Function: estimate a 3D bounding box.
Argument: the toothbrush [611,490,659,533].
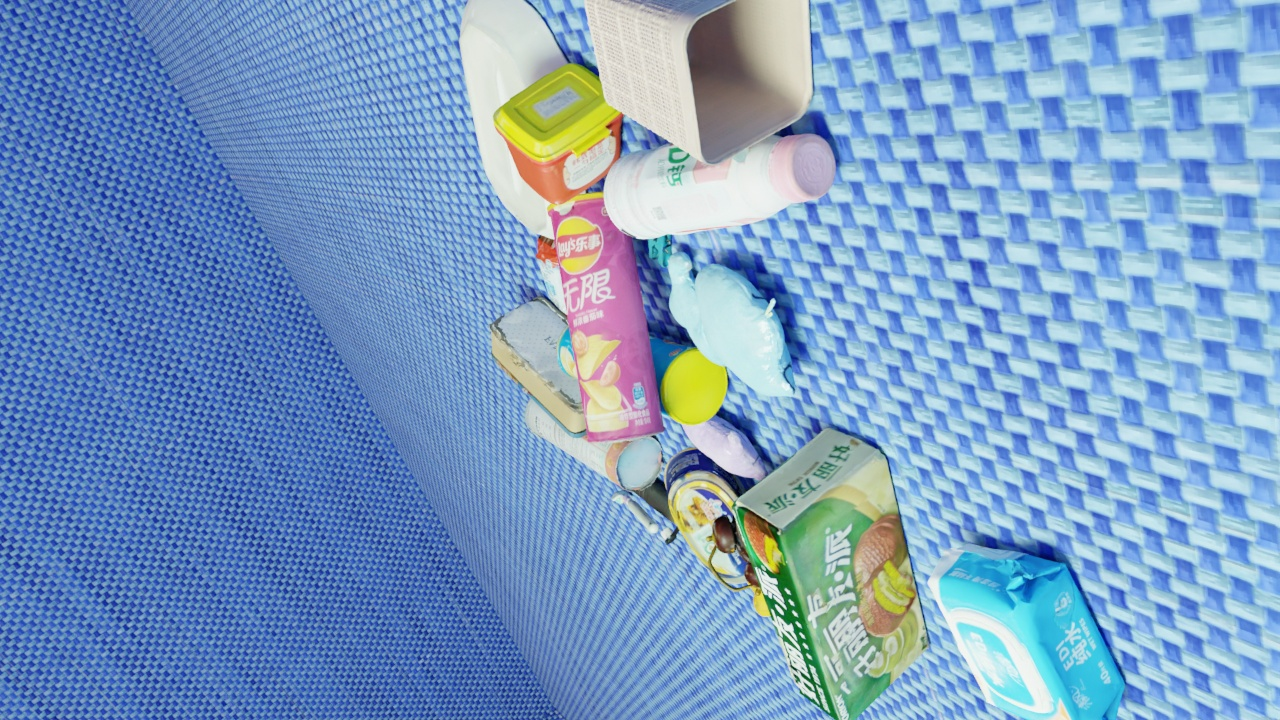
[{"bbox_3d":[-0.005,0.192,1.172,0.189,0.029,0.020,-165,68,-76],"label":"toothbrush"}]

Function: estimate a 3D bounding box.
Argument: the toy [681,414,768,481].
[{"bbox_3d":[0.074,0.075,0.884,0.108,0.039,0.084,37,168,48],"label":"toy"}]

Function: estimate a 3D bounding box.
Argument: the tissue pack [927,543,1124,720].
[{"bbox_3d":[0.268,0.196,0.643,0.140,0.063,0.090,61,157,-13],"label":"tissue pack"}]

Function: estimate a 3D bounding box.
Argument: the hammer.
[{"bbox_3d":[0.049,0.184,1.098,0.301,0.032,0.129,31,148,43],"label":"hammer"}]

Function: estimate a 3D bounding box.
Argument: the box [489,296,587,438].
[{"bbox_3d":[-0.092,0.008,1.061,0.184,0.089,0.061,45,149,26],"label":"box"}]

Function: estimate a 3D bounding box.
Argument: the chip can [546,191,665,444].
[{"bbox_3d":[-0.029,-0.036,0.798,0.071,0.071,0.210,-10,90,65],"label":"chip can"}]

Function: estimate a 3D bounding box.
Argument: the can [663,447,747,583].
[{"bbox_3d":[0.077,0.159,0.929,0.148,0.075,0.049,59,-169,-23],"label":"can"}]

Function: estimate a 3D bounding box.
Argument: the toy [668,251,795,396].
[{"bbox_3d":[0.071,-0.031,0.737,0.161,0.049,0.156,58,166,13],"label":"toy"}]

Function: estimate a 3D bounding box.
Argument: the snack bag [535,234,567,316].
[{"bbox_3d":[-0.090,-0.088,1.002,0.048,0.026,0.104,41,155,45],"label":"snack bag"}]

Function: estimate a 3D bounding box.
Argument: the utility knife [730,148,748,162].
[{"bbox_3d":[0.017,-0.179,0.630,0.216,0.013,0.029,48,152,47],"label":"utility knife"}]

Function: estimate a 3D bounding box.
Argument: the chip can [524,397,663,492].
[{"bbox_3d":[-0.062,0.094,1.142,0.215,0.071,0.071,24,142,51],"label":"chip can"}]

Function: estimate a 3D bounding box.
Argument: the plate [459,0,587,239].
[{"bbox_3d":[-0.114,-0.217,0.861,0.162,0.034,0.266,43,155,26],"label":"plate"}]

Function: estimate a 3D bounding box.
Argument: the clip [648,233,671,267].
[{"bbox_3d":[0.017,-0.104,0.788,0.042,0.014,0.056,40,154,33],"label":"clip"}]

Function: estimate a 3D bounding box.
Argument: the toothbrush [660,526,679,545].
[{"bbox_3d":[0.046,0.180,1.034,0.018,0.015,0.181,58,159,15],"label":"toothbrush"}]

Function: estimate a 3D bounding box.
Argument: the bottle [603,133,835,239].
[{"bbox_3d":[0.050,-0.122,0.633,0.197,0.068,0.068,7,129,56],"label":"bottle"}]

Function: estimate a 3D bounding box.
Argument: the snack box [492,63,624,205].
[{"bbox_3d":[-0.061,-0.179,0.742,0.082,0.091,0.080,44,162,26],"label":"snack box"}]

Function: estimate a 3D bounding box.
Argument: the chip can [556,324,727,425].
[{"bbox_3d":[-0.005,0.005,0.908,0.210,0.071,0.071,19,138,55],"label":"chip can"}]

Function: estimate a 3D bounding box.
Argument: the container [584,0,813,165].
[{"bbox_3d":[0.031,-0.187,0.551,0.111,0.090,0.090,38,153,42],"label":"container"}]

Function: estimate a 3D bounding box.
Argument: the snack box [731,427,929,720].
[{"bbox_3d":[0.164,0.184,0.766,0.063,0.114,0.240,26,143,51],"label":"snack box"}]

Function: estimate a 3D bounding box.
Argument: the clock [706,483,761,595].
[{"bbox_3d":[0.114,0.156,0.825,0.082,0.121,0.055,47,169,18],"label":"clock"}]
